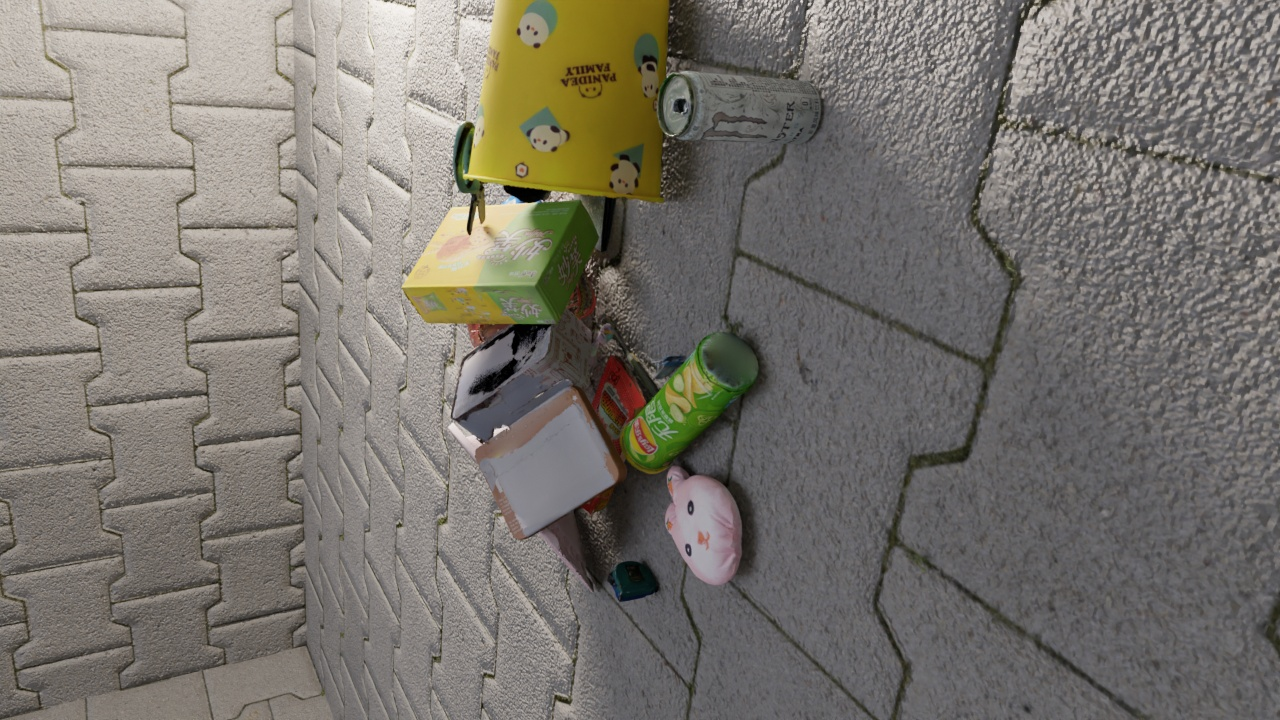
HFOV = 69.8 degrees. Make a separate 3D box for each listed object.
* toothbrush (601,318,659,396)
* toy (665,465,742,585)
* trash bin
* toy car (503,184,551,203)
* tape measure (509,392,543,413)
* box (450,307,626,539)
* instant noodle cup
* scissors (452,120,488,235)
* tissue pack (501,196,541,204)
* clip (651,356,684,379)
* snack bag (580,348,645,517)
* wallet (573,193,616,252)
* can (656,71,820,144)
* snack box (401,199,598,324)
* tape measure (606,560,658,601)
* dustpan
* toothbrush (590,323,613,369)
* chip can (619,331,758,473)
[{"bbox_3d":[-0.007,0.007,1.165,0.185,0.012,0.017,54,145,39],"label":"toothbrush"},{"bbox_3d":[0.065,0.183,1.041,0.159,0.054,0.121,-153,62,-64],"label":"toy"},{"bbox_3d":[-0.073,-0.316,1.024,0.230,0.229,0.255,23,110,56],"label":"trash bin"},{"bbox_3d":[-0.136,-0.277,1.157,0.041,0.071,0.156,-116,36,-72],"label":"toy car"},{"bbox_3d":[-0.181,0.060,1.414,0.066,0.065,0.034,34,119,50],"label":"tape measure"},{"bbox_3d":[-0.133,0.066,1.143,0.179,0.124,0.273,-33,56,24],"label":"box"},{"bbox_3d":[-0.157,-0.098,1.277,0.079,0.189,0.164,44,-152,-68],"label":"instant noodle cup"},{"bbox_3d":[-0.192,-0.248,1.126,0.173,0.019,0.178,92,-167,-57],"label":"scissors"},{"bbox_3d":[-0.203,-0.182,1.361,0.157,0.052,0.094,-29,47,32],"label":"tissue pack"},{"bbox_3d":[0.031,0.005,1.091,0.057,0.024,0.029,142,122,-62],"label":"clip"},{"bbox_3d":[-0.048,0.100,1.207,0.128,0.073,0.208,-114,38,-47],"label":"snack bag"},{"bbox_3d":[-0.062,-0.215,1.212,0.097,0.019,0.121,45,134,49],"label":"wallet"},{"bbox_3d":[0.090,-0.226,0.825,0.058,0.146,0.058,17,110,57],"label":"can"},{"bbox_3d":[-0.178,-0.126,1.172,0.210,0.157,0.070,1,140,27],"label":"snack box"},{"bbox_3d":[-0.011,0.282,1.179,0.054,0.058,0.025,54,139,46],"label":"tape measure"},{"bbox_3d":[-0.177,0.203,1.296,0.223,0.139,0.273,72,-178,-58],"label":"dustpan"},{"bbox_3d":[-0.071,0.011,1.253,0.190,0.021,0.029,119,171,-53],"label":"toothbrush"},{"bbox_3d":[0.051,0.050,1.016,0.222,0.072,0.072,-52,52,50],"label":"chip can"}]
